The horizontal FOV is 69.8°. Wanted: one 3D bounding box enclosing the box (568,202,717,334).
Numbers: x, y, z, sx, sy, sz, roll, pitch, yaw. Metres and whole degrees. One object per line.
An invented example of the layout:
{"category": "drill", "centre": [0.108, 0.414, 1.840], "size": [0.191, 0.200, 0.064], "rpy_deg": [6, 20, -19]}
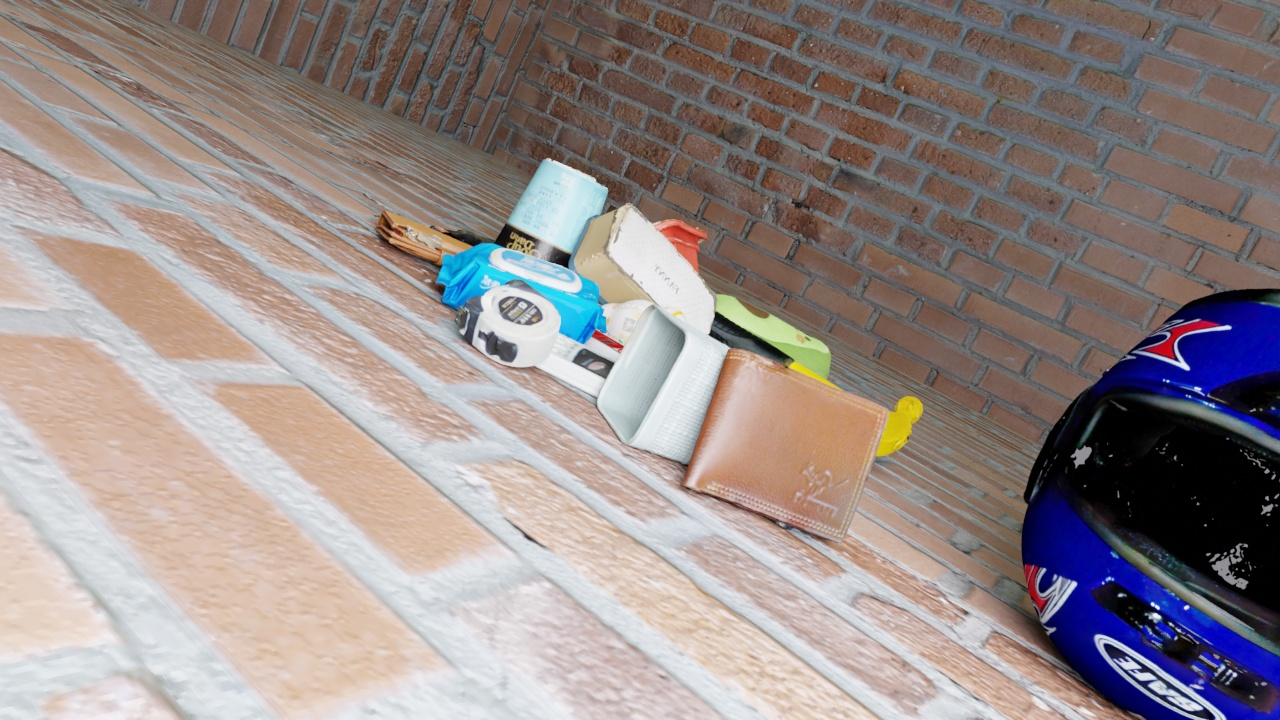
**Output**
{"category": "box", "centre": [0.003, -0.085, 0.975], "size": [0.062, 0.089, 0.184], "rpy_deg": [-18, -51, 42]}

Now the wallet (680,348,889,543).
{"category": "wallet", "centre": [0.097, 0.058, 0.616], "size": [0.124, 0.101, 0.032], "rpy_deg": [22, -9, -15]}

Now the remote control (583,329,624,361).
{"category": "remote control", "centre": [-0.005, 0.005, 0.859], "size": [0.136, 0.020, 0.055], "rpy_deg": [30, 10, 24]}

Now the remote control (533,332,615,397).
{"category": "remote control", "centre": [-0.064, -0.005, 0.741], "size": [0.150, 0.021, 0.058], "rpy_deg": [26, 18, 1]}

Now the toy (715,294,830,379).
{"category": "toy", "centre": [0.135, -0.024, 1.164], "size": [0.246, 0.090, 0.226], "rpy_deg": [20, 21, -11]}

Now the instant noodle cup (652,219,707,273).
{"category": "instant noodle cup", "centre": [0.004, -0.126, 1.230], "size": [0.188, 0.165, 0.079], "rpy_deg": [-7, 79, -70]}

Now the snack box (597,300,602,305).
{"category": "snack box", "centre": [-0.042, -0.096, 1.090], "size": [0.033, 0.087, 0.140], "rpy_deg": [18, 14, -42]}

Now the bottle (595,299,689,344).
{"category": "bottle", "centre": [-0.006, -0.031, 0.922], "size": [0.108, 0.063, 0.063], "rpy_deg": [15, 4, 27]}

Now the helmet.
{"category": "helmet", "centre": [0.361, 0.114, 0.561], "size": [0.247, 0.240, 0.315], "rpy_deg": [32, 0, 27]}

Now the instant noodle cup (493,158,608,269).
{"category": "instant noodle cup", "centre": [-0.093, -0.151, 1.005], "size": [0.111, 0.120, 0.111], "rpy_deg": [26, 5, -3]}

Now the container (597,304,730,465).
{"category": "container", "centre": [0.044, 0.028, 0.676], "size": [0.111, 0.090, 0.090], "rpy_deg": [25, 10, -25]}

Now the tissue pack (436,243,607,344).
{"category": "tissue pack", "centre": [-0.103, -0.062, 0.816], "size": [0.157, 0.052, 0.095], "rpy_deg": [18, 17, -10]}

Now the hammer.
{"category": "hammer", "centre": [0.164, 0.011, 1.028], "size": [0.301, 0.033, 0.128], "rpy_deg": [33, 40, 20]}

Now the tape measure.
{"category": "tape measure", "centre": [-0.095, -0.026, 0.695], "size": [0.066, 0.034, 0.065], "rpy_deg": [39, 42, 21]}

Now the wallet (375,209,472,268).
{"category": "wallet", "centre": [-0.199, -0.111, 0.935], "size": [0.131, 0.031, 0.108], "rpy_deg": [21, 8, -27]}

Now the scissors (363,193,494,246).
{"category": "scissors", "centre": [-0.216, -0.144, 1.081], "size": [0.234, 0.022, 0.220], "rpy_deg": [29, 10, 12]}
